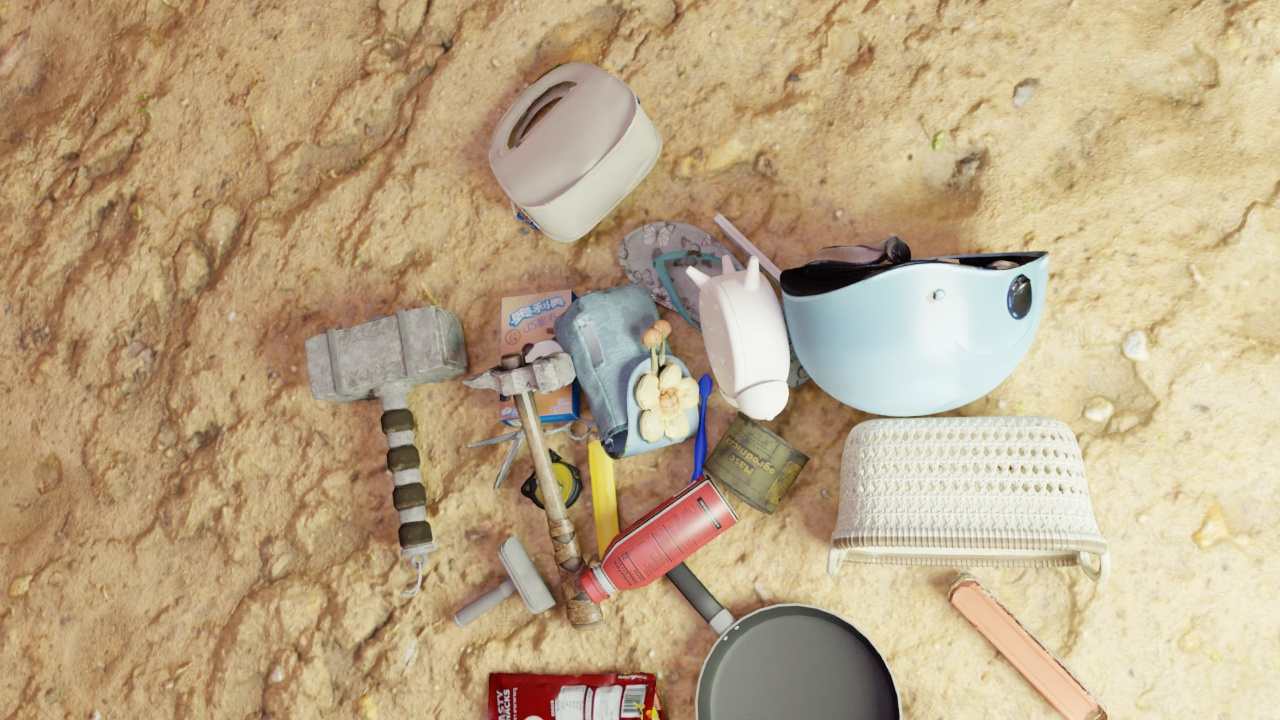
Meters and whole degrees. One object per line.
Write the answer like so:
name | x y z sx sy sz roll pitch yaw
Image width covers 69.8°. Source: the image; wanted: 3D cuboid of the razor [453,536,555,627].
razor | -0.165 0.268 1.044 0.116 0.047 0.088 -36 76 15

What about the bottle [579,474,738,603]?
bottle | 0.016 0.194 0.973 0.176 0.062 0.062 -35 76 -1

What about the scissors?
scissors | -0.118 0.081 1.049 0.175 0.014 0.141 -1 67 16

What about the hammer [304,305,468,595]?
hammer | -0.277 0.106 1.068 0.177 0.079 0.326 -14 80 12

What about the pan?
pan | 0.112 0.304 0.961 0.204 0.044 0.355 -43 63 -2

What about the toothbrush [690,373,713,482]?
toothbrush | 0.067 0.106 1.019 0.016 0.018 0.182 4 87 15

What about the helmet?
helmet | 0.266 -0.037 0.886 0.265 0.226 0.167 -16 103 -26

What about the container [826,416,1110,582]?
container | 0.303 0.136 0.875 0.246 0.184 0.142 -1 73 14

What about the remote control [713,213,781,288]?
remote control | 0.134 -0.109 1.008 0.011 0.050 0.136 -45 75 5

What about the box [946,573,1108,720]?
box | 0.379 0.287 0.901 0.059 0.056 0.187 -39 75 -27

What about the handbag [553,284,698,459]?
handbag | -0.006 0.006 0.989 0.119 0.121 0.191 -39 67 53

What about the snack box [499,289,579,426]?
snack box | -0.115 -0.003 1.052 0.087 0.034 0.151 -6 71 13

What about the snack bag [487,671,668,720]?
snack bag | -0.075 0.405 0.992 0.208 0.066 0.138 -9 76 15

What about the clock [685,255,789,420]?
clock | 0.096 -0.023 0.927 0.073 0.125 0.161 -13 99 -8

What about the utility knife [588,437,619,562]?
utility knife | -0.038 0.158 1.026 0.030 0.017 0.151 -6 96 0

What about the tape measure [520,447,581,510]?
tape measure | -0.098 0.141 1.042 0.061 0.034 0.061 33 88 18

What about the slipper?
slipper | 0.089 -0.074 1.015 0.269 0.054 0.098 37 90 14

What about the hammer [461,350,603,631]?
hammer | -0.099 0.145 0.998 0.122 0.048 0.319 -11 99 26

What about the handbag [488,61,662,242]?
handbag | -0.086 -0.249 1.072 0.201 0.093 0.199 -42 55 6

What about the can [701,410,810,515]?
can | 0.120 0.108 0.964 0.090 0.090 0.074 35 91 15
